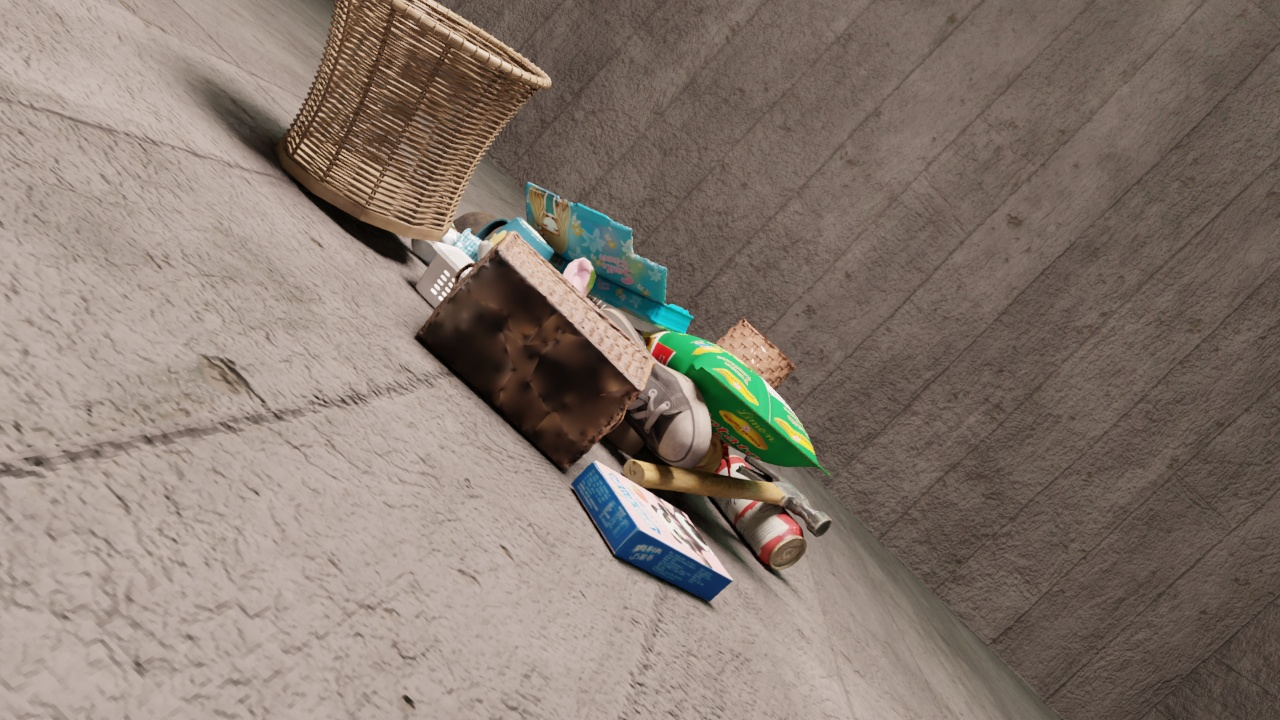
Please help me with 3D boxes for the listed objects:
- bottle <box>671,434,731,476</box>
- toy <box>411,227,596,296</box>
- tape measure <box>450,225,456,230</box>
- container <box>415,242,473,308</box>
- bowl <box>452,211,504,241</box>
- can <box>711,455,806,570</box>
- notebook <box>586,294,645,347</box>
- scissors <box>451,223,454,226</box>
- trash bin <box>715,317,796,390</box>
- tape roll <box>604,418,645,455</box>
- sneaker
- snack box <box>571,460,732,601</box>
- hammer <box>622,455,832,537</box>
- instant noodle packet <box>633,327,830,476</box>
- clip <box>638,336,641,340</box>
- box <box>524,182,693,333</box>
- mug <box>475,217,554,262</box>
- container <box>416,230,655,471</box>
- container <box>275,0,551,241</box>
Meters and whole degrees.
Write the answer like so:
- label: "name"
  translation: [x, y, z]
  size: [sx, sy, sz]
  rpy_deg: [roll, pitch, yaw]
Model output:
- label: "bottle"
  translation: [0.078, 0.109, 1.212]
  size: [0.099, 0.099, 0.111]
  rpy_deg: [44, 6, -6]
- label: "toy"
  translation: [-0.163, -0.090, 1.028]
  size: [0.205, 0.131, 0.105]
  rpy_deg: [31, 30, -12]
- label: "tape measure"
  translation: [-0.250, -0.158, 1.179]
  size: [0.068, 0.030, 0.059]
  rpy_deg: [39, 10, -44]
- label: "container"
  translation: [-0.167, -0.056, 0.927]
  size: [0.129, 0.049, 0.080]
  rpy_deg: [45, 6, 3]
- label: "bowl"
  translation: [-0.205, -0.166, 1.299]
  size: [0.121, 0.056, 0.121]
  rpy_deg: [52, 3, -4]
- label: "can"
  translation: [0.149, 0.198, 1.213]
  size: [0.067, 0.067, 0.170]
  rpy_deg: [38, 9, -44]
- label: "notebook"
  translation: [-0.030, -0.009, 1.191]
  size: [0.209, 0.022, 0.171]
  rpy_deg: [45, 19, 6]
- label: "scissors"
  translation: [-0.240, -0.154, 1.295]
  size: [0.072, 0.033, 0.175]
  rpy_deg: [42, 10, -42]
- label: "trash bin"
  translation: [0.138, 0.046, 1.495]
  size: [0.151, 0.210, 0.151]
  rpy_deg: [43, 7, -7]
- label: "tape roll"
  translation: [-0.030, 0.068, 1.084]
  size: [0.093, 0.030, 0.093]
  rpy_deg: [44, 6, -6]
- label: "sneaker"
  translation: [-0.026, 0.028, 0.980]
  size: [0.119, 0.095, 0.234]
  rpy_deg: [-2, 46, -47]
- label: "snack box"
  translation: [0.012, 0.150, 0.796]
  size: [0.154, 0.033, 0.088]
  rpy_deg: [38, 9, -45]
- label: "hammer"
  translation: [0.096, 0.146, 1.071]
  size: [0.330, 0.033, 0.132]
  rpy_deg: [17, 22, -49]
- label: "instant noodle packet"
  translation: [0.100, 0.043, 1.092]
  size: [0.195, 0.090, 0.253]
  rpy_deg: [40, -2, -23]
- label: "clip"
  translation: [-0.020, -0.008, 1.141]
  size: [0.113, 0.028, 0.126]
  rpy_deg: [42, 20, 4]
- label: "box"
  translation: [-0.053, -0.115, 1.160]
  size: [0.227, 0.073, 0.181]
  rpy_deg: [27, -19, 27]
- label: "mug"
  translation: [-0.171, -0.130, 1.144]
  size: [0.112, 0.104, 0.084]
  rpy_deg: [49, 8, 35]
- label: "container"
  translation: [-0.091, -0.010, 0.825]
  size: [0.198, 0.114, 0.112]
  rpy_deg: [42, 10, -7]
- label: "container"
  translation: [-0.235, -0.253, 0.924]
  size: [0.227, 0.196, 0.226]
  rpy_deg: [29, 17, -10]
